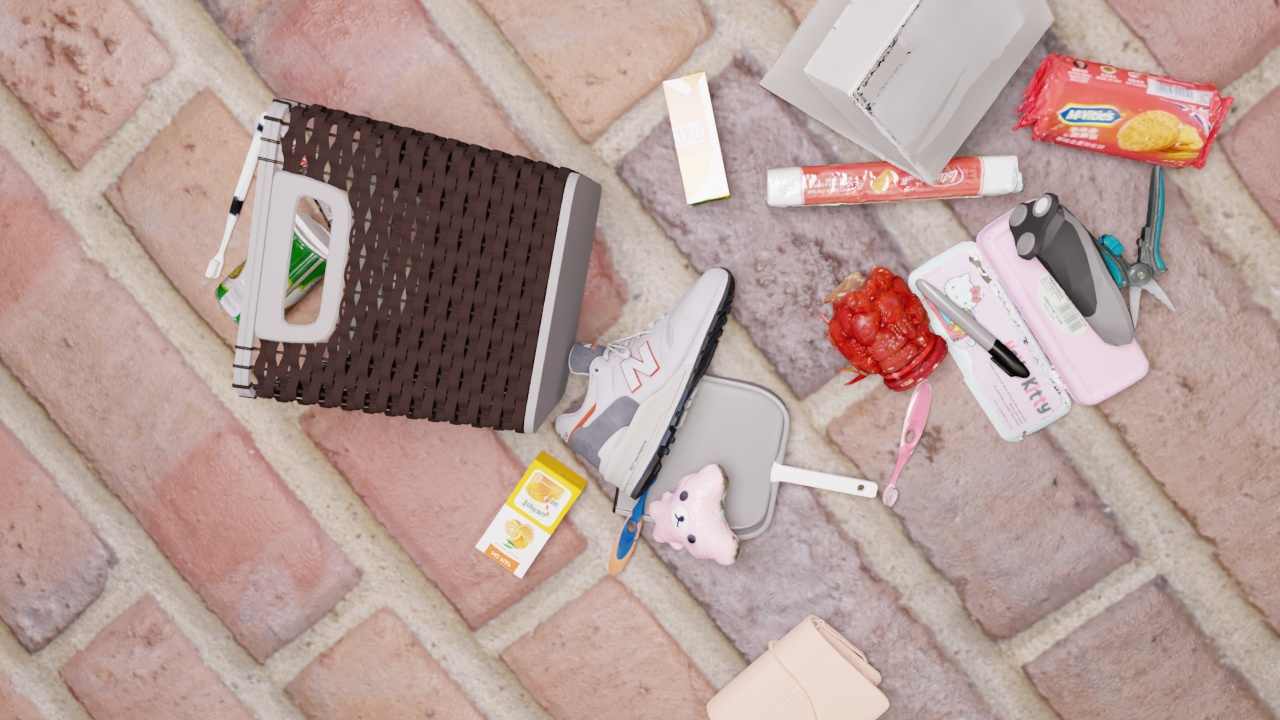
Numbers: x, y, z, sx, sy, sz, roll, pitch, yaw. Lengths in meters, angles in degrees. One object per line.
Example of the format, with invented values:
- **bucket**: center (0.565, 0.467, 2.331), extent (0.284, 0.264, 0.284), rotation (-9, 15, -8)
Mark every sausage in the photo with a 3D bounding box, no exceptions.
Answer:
- **sausage**: center (-0.338, -0.183, 0.950), extent (0.020, 0.020, 0.155), rotation (-28, 94, 9)

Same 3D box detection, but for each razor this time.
- **razor**: center (0.394, -0.078, 0.825), extent (0.156, 0.057, 0.060), rotation (44, 71, -8)

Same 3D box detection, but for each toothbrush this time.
- **toothbrush**: center (-0.422, -0.172, 0.963), extent (0.012, 0.017, 0.187), rotation (22, 100, -10)
- **toothbrush**: center (-0.006, 0.165, 0.950), extent (0.021, 0.017, 0.135), rotation (25, 110, 14)
- **toothbrush**: center (0.267, 0.083, 0.918), extent (0.021, 0.016, 0.135), rotation (14, 100, -4)

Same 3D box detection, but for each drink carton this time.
- **drink carton**: center (0.054, -0.213, 0.880), extent (0.041, 0.058, 0.122), rotation (-12, 96, 8)
- **drink carton**: center (-0.116, 0.164, 0.962), extent (0.058, 0.040, 0.122), rotation (35, 100, 1)

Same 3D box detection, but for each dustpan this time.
- **dustpan**: center (0.108, 0.104, 0.931), extent (0.258, 0.033, 0.163), rotation (10, 99, 5)

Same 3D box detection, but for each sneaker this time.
- **sneaker**: center (-0.005, 0.005, 0.891), extent (0.124, 0.088, 0.240), rotation (23, 92, 11)

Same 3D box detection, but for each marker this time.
- **marker**: center (0.315, -0.029, 0.876), extent (0.138, 0.016, 0.022), rotation (42, 140, 6)

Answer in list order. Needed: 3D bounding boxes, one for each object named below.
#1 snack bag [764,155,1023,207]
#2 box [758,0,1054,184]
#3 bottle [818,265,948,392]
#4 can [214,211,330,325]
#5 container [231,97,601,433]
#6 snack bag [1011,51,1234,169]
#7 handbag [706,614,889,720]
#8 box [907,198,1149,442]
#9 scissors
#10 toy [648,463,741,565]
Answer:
- **snack bag**: center (0.229, -0.167, 0.856), extent (0.225, 0.077, 0.041), rotation (-3, 101, 7)
- **box**: center (0.224, -0.286, 0.867), extent (0.165, 0.445, 0.167), rotation (34, 100, -10)
- **bottle**: center (0.224, -0.028, 0.875), extent (0.099, 0.099, 0.111), rotation (-43, 101, 10)
- **can**: center (-0.370, -0.091, 0.943), extent (0.121, 0.067, 0.067), rotation (-40, 92, 11)
- **container**: center (-0.183, -0.079, 0.837), extent (0.243, 0.245, 0.247), rotation (11, 99, 2)
- **snack bag**: center (0.432, -0.226, 0.828), extent (0.176, 0.082, 0.082), rotation (13, 99, 4)
- **handbag**: center (0.162, 0.351, 0.880), extent (0.116, 0.187, 0.199), rotation (42, 105, -8)
- **box**: center (0.370, -0.035, 0.878), extent (0.154, 0.041, 0.201), rotation (-33, 92, 11)
- **scissors**: center (0.451, -0.111, 0.837), extent (0.148, 0.019, 0.118), rotation (42, 103, -2)
- **toy**: center (0.050, 0.157, 0.914), extent (0.096, 0.052, 0.099), rotation (-12, 84, 29)
